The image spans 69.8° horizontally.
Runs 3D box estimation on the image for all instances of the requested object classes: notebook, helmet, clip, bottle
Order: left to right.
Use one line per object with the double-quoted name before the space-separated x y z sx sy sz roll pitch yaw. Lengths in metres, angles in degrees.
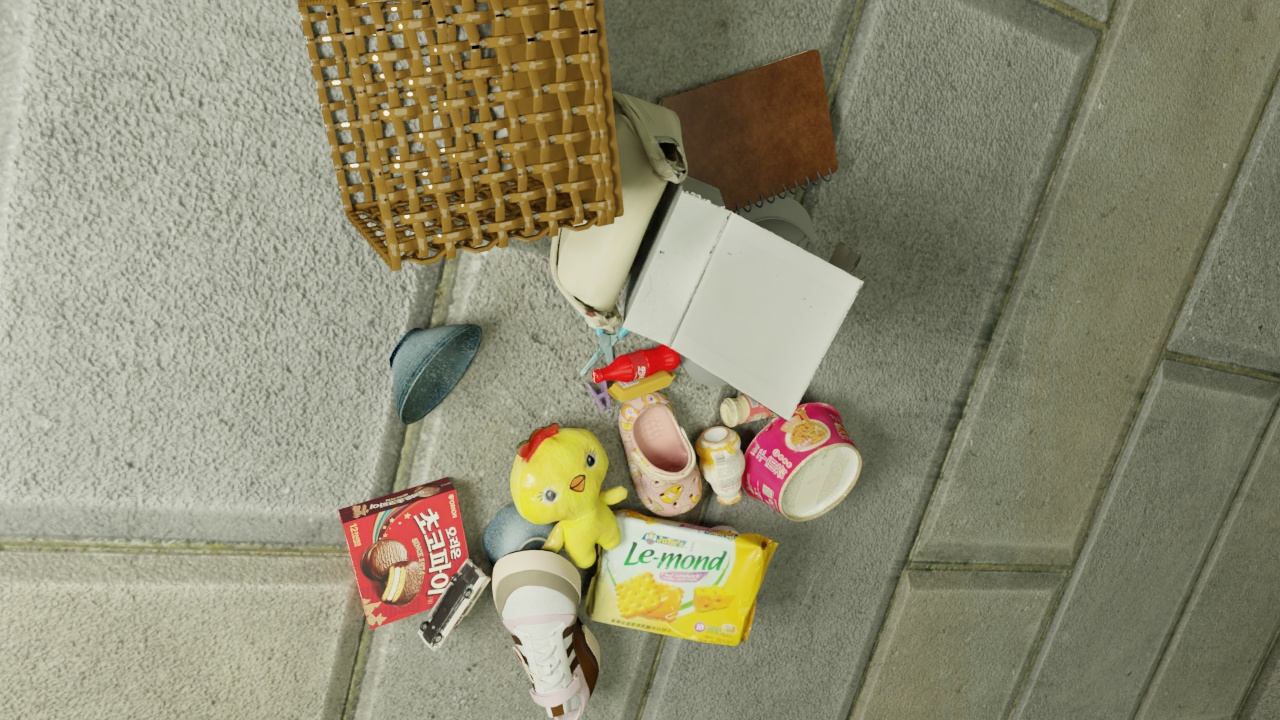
"clip" -0.052 0.043 1.172 0.032 0.013 0.051 -23 126 -12
"bottle" -0.007 0.007 1.162 0.118 0.036 0.036 -15 115 -28
"bottle" 0.114 0.147 1.269 0.063 0.063 0.109 -23 118 -18
"notebook" 0.138 -0.272 1.138 0.225 0.024 0.167 -23 114 -17
"bottle" 0.165 0.063 1.275 0.109 0.044 0.044 -11 114 -22
"helmet" 0.166 -0.077 1.174 0.183 0.118 0.271 28 91 -32

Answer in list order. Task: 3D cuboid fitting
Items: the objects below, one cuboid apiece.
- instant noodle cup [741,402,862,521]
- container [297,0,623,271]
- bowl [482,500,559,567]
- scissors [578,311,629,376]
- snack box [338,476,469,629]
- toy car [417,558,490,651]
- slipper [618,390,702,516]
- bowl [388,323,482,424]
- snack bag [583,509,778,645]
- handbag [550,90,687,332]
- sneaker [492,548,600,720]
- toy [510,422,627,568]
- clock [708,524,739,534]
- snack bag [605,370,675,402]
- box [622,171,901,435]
"instant noodle cup" 0.236 0.153 1.300 0.178 0.077 0.179 -17 130 -21
"container" -0.172 -0.238 0.861 0.213 0.251 0.220 -16 115 -21
"bowl" -0.144 0.235 1.177 0.110 0.055 0.110 -9 113 -23
"scissors" -0.042 -0.042 1.147 0.135 0.015 0.129 -51 124 -4
"snack box" -0.281 0.234 1.117 0.132 0.036 0.152 -15 115 -21
"toy car" -0.227 0.301 1.128 0.113 0.039 0.039 -57 144 4
"slipper" 0.032 0.134 1.213 0.093 0.081 0.197 -29 117 -13
"bowl" -0.241 0.001 1.023 0.057 0.137 0.137 36 91 7
"snack bag" 0.051 0.292 1.250 0.247 0.068 0.160 12 102 -5
"handbag" -0.044 -0.172 1.005 0.131 0.184 0.229 11 116 -26
"sneaker" -0.121 0.363 1.163 0.112 0.116 0.294 -8 130 2
"toy" -0.091 0.166 1.143 0.133 0.092 0.208 -36 108 -25
"clock" 0.108 0.295 1.328 0.083 0.057 0.118 31 100 -33
"snack bag" 0.001 0.031 1.180 0.099 0.026 0.020 -19 131 -33
"box" 0.102 -0.078 1.003 0.164 0.330 0.167 -5 124 -53
